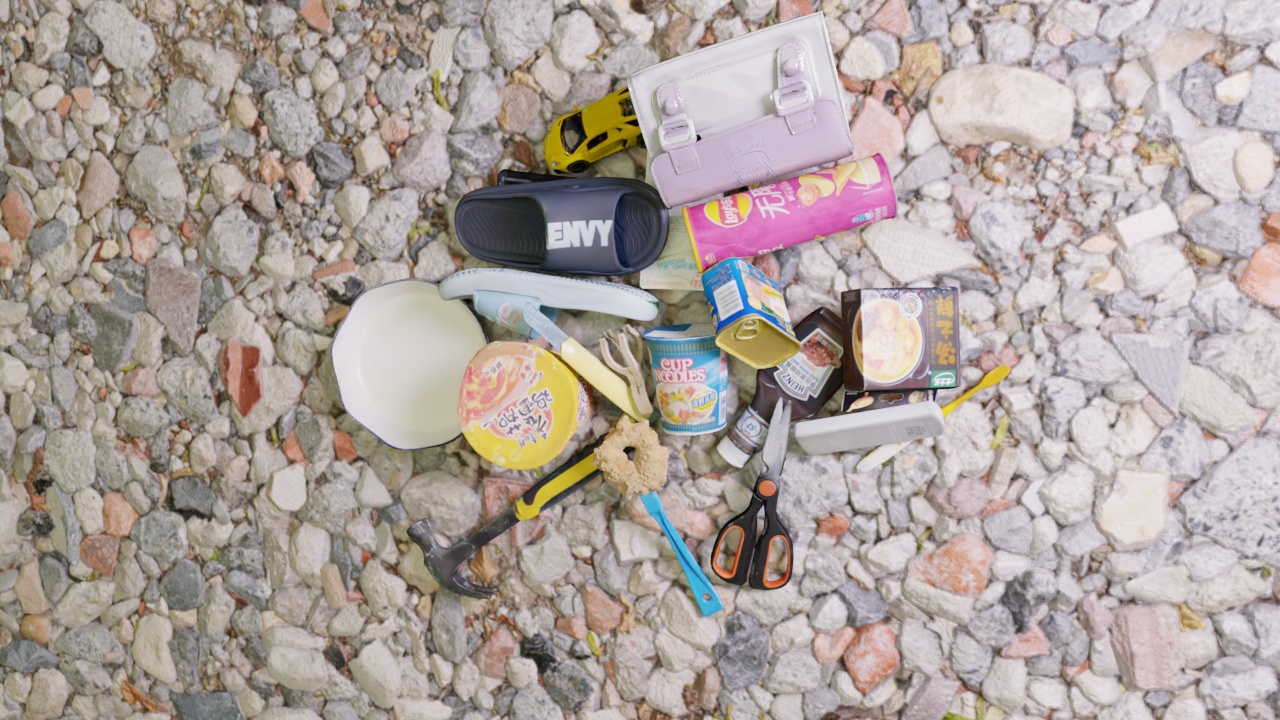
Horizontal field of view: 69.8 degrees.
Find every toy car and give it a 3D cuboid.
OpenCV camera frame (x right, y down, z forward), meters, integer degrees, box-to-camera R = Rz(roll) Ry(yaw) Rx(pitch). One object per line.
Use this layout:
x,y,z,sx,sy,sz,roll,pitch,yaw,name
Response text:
-0.041,-0.256,1.010,0.156,0.041,0.071,-19,66,17,toy car

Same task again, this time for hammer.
-0.125,0.169,1.082,0.324,0.031,0.126,-35,85,14,hammer

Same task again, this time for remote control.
0.238,0.071,0.959,0.150,0.058,0.021,-12,59,22,remote control

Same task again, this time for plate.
-0.268,0.004,1.098,0.205,0.045,0.205,1,96,14,plate

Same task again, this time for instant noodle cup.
-0.120,0.045,1.029,0.138,0.109,0.138,1,95,14,instant noodle cup
0.056,0.021,0.996,0.099,0.099,0.110,-3,101,14,instant noodle cup

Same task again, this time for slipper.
-0.100,-0.137,1.003,0.268,0.083,0.111,4,116,23,slipper
-0.102,-0.060,1.024,0.245,0.104,0.074,7,97,7,slipper

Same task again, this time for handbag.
0.100,-0.245,0.911,0.197,0.098,0.145,-14,110,15,handbag

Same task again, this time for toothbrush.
-0.062,-0.190,1.025,0.213,0.026,0.027,11,104,20,toothbrush
0.307,0.063,0.972,0.192,0.018,0.016,-39,82,16,toothbrush

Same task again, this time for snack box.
0.264,-0.011,0.936,0.113,0.053,0.125,-2,89,-16,snack box
0.047,-0.156,1.013,0.085,0.026,0.157,4,96,14,snack box

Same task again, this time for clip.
-0.008,0.008,1.008,0.035,0.071,0.100,-11,123,31,clip

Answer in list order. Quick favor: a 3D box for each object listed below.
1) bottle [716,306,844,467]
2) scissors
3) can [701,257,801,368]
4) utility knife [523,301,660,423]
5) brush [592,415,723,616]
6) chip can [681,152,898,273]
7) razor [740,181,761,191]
0.157,0.034,0.992,0.080,0.044,0.195,41,104,6,bottle
0.150,0.150,0.998,0.142,0.021,0.235,31,108,-1,scissors
0.113,-0.049,0.950,0.057,0.102,0.083,-32,52,28,can
-0.052,0.007,0.999,0.210,0.022,0.030,44,66,-30,utility knife
0.027,0.177,1.028,0.083,0.045,0.255,-26,101,6,brush
0.152,-0.152,0.948,0.211,0.071,0.071,-15,91,6,chip can
0.139,-0.258,0.973,0.067,0.062,0.168,13,105,-18,razor
